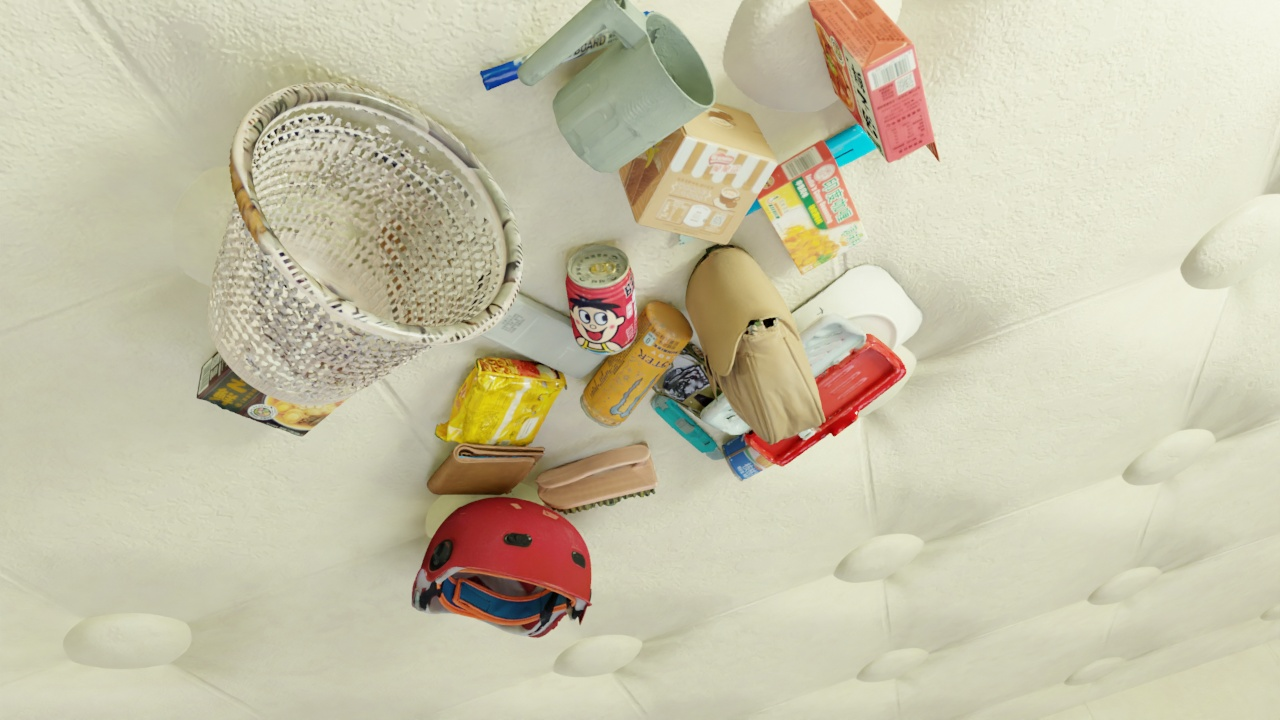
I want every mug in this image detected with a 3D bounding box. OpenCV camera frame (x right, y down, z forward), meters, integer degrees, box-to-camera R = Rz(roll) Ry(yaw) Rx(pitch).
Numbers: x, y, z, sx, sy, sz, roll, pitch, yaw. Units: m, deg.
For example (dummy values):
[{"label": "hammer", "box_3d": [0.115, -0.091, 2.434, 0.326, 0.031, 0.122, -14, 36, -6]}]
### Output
[{"label": "mug", "box_3d": [-0.019, -0.216, 0.709, 0.104, 0.083, 0.124, -29, 136, 32]}]

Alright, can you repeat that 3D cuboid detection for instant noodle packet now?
[{"label": "instant noodle packet", "box_3d": [-0.151, 0.049, 0.995, 0.110, 0.044, 0.129, 10, 135, -30]}]

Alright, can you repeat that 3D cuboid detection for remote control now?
[{"label": "remote control", "box_3d": [-0.099, -0.026, 0.946, 0.150, 0.021, 0.058, 27, 121, -39]}]

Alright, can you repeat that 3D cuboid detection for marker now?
[{"label": "marker", "box_3d": [-0.056, -0.245, 0.724, 0.146, 0.016, 0.017, -19, 139, 2]}]

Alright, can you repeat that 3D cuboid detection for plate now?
[{"label": "plate", "box_3d": [0.239, -0.025, 1.057, 0.165, 0.034, 0.163, -37, 135, 21]}]

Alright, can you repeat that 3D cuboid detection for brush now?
[{"label": "brush", "box_3d": [-0.055, 0.142, 1.118, 0.145, 0.063, 0.073, -13, 143, -2]}]

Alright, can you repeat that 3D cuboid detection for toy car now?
[{"label": "toy car", "box_3d": [0.066, 0.030, 1.053, 0.070, 0.042, 0.158, -40, 132, 23]}]

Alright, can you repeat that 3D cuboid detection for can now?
[{"label": "can", "box_3d": [-0.006, 0.006, 0.983, 0.058, 0.058, 0.146, 16, 127, -32]}, {"label": "can", "box_3d": [0.172, 0.099, 1.154, 0.135, 0.053, 0.053, -30, 138, 14]}, {"label": "can", "box_3d": [-0.038, -0.059, 0.897, 0.066, 0.066, 0.094, -12, 138, -7]}]

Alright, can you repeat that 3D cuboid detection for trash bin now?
[{"label": "trash bin", "box_3d": [-0.237, -0.069, 0.727, 0.227, 0.227, 0.193, 19, 140, -35]}]

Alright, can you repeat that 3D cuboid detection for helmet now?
[{"label": "helmet", "box_3d": [-0.153, 0.234, 1.104, 0.206, 0.143, 0.241, 23, 146, -25]}]

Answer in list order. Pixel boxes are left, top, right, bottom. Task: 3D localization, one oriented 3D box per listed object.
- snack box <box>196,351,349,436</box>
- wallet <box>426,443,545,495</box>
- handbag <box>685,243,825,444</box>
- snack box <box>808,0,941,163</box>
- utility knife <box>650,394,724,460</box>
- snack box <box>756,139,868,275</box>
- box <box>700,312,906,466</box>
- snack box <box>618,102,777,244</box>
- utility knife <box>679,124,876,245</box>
[{"label": "snack box", "box_3d": [-0.340, 0.007, 0.884, 0.126, 0.053, 0.113, -35, 136, 27]}, {"label": "wallet", "box_3d": [-0.173, 0.128, 1.056, 0.119, 0.035, 0.131, 1, 157, -27]}, {"label": "handbag", "box_3d": [0.105, -0.016, 0.898, 0.100, 0.204, 0.148, -23, 123, 3]}, {"label": "snack box", "box_3d": [0.192, -0.229, 0.755, 0.044, 0.113, 0.127, -27, 138, 8]}, {"label": "utility knife", "box_3d": [0.061, 0.085, 1.131, 0.029, 0.013, 0.178, -30, 138, 16]}, {"label": "snack box", "box_3d": [0.165, -0.143, 0.886, 0.077, 0.027, 0.155, -29, 149, 12]}, {"label": "box", "box_3d": [0.184, 0.034, 1.044, 0.160, 0.049, 0.201, 31, 121, -32]}, {"label": "snack box", "box_3d": [0.048, -0.168, 0.799, 0.092, 0.077, 0.095, 9, 133, -27]}, {"label": "utility knife", "box_3d": [0.126, -0.164, 0.877, 0.208, 0.018, 0.034, -28, 139, 14]}]
